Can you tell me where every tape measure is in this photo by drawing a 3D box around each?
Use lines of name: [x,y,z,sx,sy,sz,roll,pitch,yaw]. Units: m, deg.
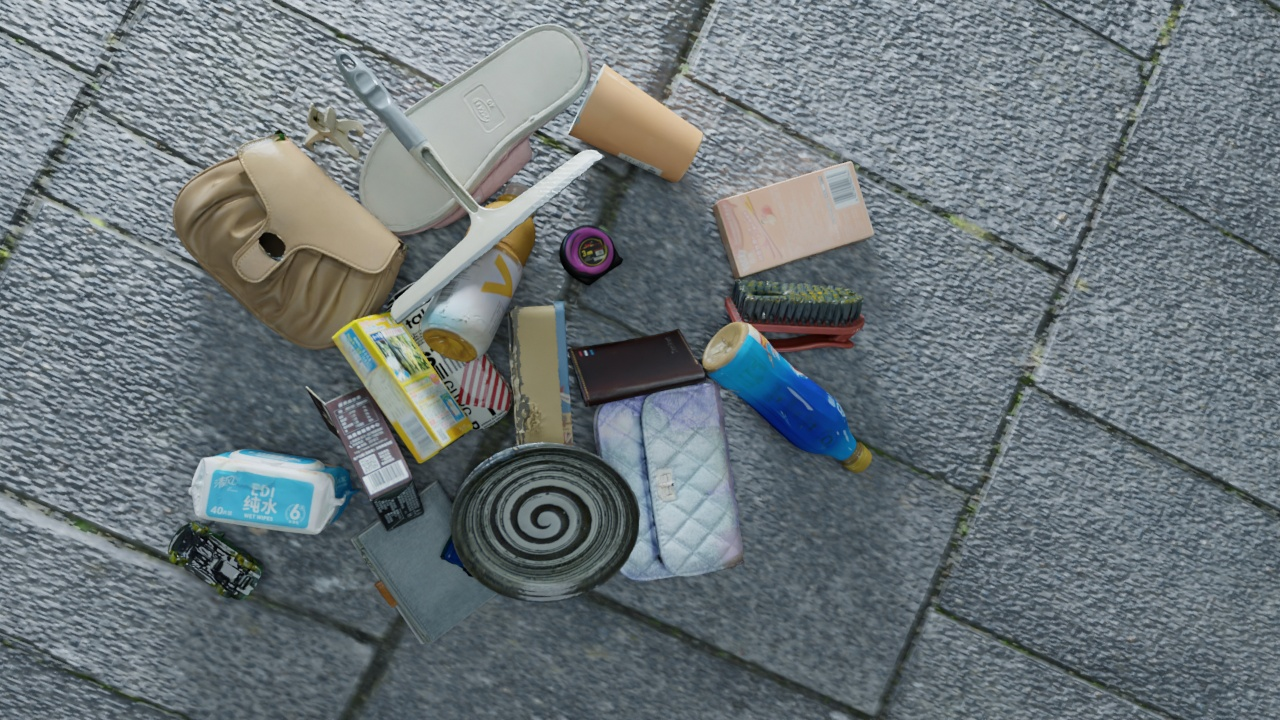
tape measure: [-0.054,-0.109,0.939,0.057,0.039,0.058,-38,99,-7]
tape measure: [-0.163,0.180,0.900,0.054,0.025,0.058,37,68,-23]

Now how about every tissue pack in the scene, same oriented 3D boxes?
tissue pack: [-0.345,0.122,0.870,0.140,0.090,0.063,10,88,-7]

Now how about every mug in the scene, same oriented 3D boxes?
mug: [-0.003,-0.234,0.932,0.122,0.078,0.078,28,85,-11]

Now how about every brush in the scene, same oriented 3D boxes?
brush: [0.164,-0.042,0.960,0.145,0.063,0.069,2,119,-9]

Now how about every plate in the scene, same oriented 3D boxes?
plate: [-0.091,0.153,0.875,0.179,0.024,0.180,-3,115,-6]

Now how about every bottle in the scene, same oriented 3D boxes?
bottle: [0.157,0.047,0.936,0.218,0.065,0.065,39,84,-23]
bottle: [-0.149,-0.091,0.892,0.068,0.068,0.189,24,63,-7]

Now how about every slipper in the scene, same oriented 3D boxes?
slipper: [-0.164,-0.228,0.916,0.274,0.054,0.114,-40,90,3]

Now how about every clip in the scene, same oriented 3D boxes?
clip: [-0.288,-0.221,0.886,0.092,0.103,0.035,15,85,-31]

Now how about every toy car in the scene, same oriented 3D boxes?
toy car: [-0.409,0.193,0.887,0.091,0.036,0.043,37,86,-7]

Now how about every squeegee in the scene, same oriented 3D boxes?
squeegee: [-0.208,-0.199,0.873,0.246,0.039,0.246,-41,84,-7]

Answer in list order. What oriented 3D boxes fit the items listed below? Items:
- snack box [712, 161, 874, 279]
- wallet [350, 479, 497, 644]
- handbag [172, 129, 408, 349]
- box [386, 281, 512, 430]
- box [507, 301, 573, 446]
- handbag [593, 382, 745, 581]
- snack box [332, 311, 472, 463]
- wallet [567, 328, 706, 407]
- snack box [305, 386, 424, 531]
snack box: [0.162,-0.148,0.975,0.157,0.026,0.084,-18,92,-7]
wallet: [-0.212,0.202,0.914,0.106,0.037,0.129,-35,94,-18]
handbag: [-0.331,-0.110,0.870,0.204,0.100,0.148,42,90,-5]
box: [-0.190,-0.004,0.912,0.070,0.058,0.164,-38,93,-21]
box: [-0.098,0.022,0.905,0.059,0.090,0.184,-2,94,-6]
handbag: [0.028,0.123,0.928,0.134,0.075,0.194,-9,91,-8]
snack box: [-0.218,0.022,0.855,0.034,0.086,0.140,-31,94,11]
wallet: [-0.005,0.005,0.922,0.122,0.096,0.020,-11,125,-8]
snack box: [-0.254,0.086,0.858,0.053,0.113,0.125,-24,71,-17]
